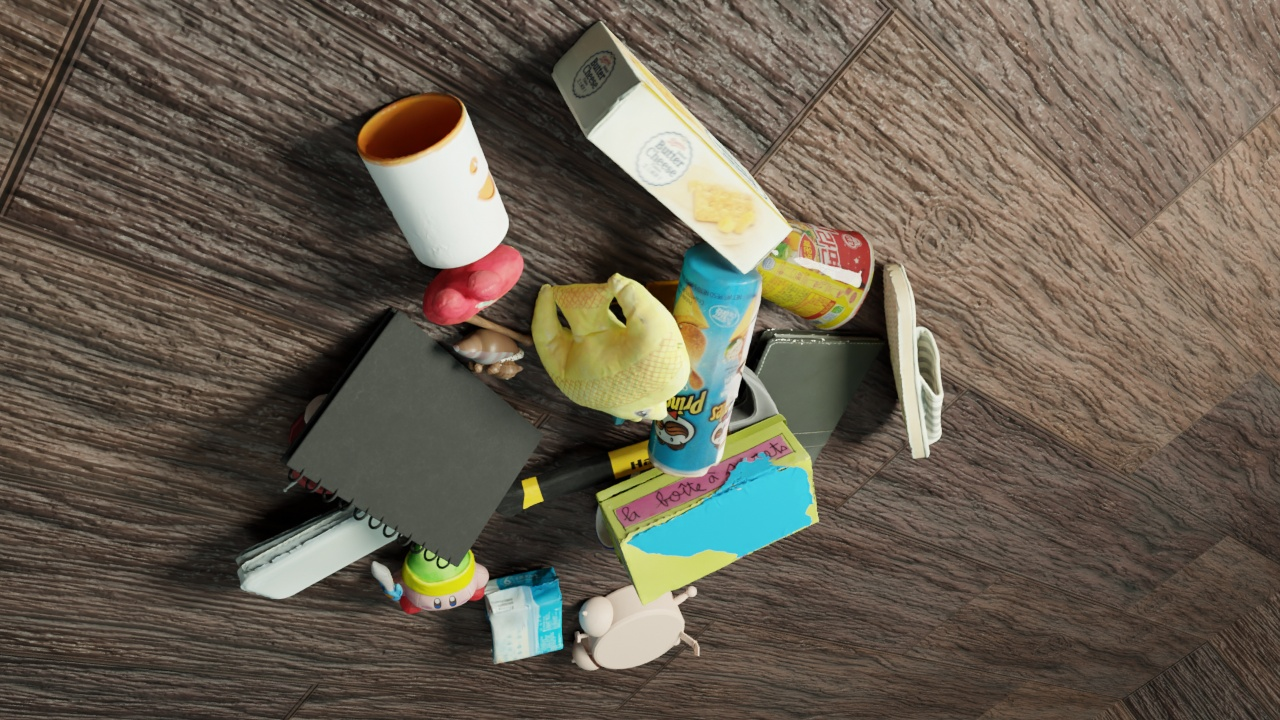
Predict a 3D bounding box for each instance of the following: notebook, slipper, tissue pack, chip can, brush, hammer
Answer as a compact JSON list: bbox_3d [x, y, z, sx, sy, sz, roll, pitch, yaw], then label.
[{"bbox_3d":[-0.203,0.084,0.859,0.169,0.019,0.231,-58,137,-15],"label":"notebook"},{"bbox_3d":[0.305,0.006,1.017,0.054,0.114,0.273,-8,135,16],"label":"slipper"},{"bbox_3d":[-0.145,0.315,1.133,0.092,0.061,0.145,-10,131,-14],"label":"tissue pack"},{"bbox_3d":[0.059,0.004,0.857,0.079,0.079,0.230,-6,129,-20],"label":"chip can"},{"bbox_3d":[0.023,-0.055,0.891,0.126,0.017,0.048,-6,133,-19],"label":"brush"},{"bbox_3d":[0.170,0.052,1.053,0.169,0.029,0.209,0,127,-27],"label":"notebook"},{"bbox_3d":[-0.003,0.101,0.982,0.324,0.034,0.170,-17,133,-6],"label":"hammer"}]

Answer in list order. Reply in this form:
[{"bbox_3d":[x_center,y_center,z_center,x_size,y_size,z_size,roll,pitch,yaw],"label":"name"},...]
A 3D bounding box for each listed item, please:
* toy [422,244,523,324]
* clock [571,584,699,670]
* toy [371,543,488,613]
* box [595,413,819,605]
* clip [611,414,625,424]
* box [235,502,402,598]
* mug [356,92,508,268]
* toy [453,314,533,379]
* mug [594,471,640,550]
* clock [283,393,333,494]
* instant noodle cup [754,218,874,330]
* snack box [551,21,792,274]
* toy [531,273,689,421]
[{"bbox_3d":[-0.137,-0.062,0.740,0.092,0.135,0.045,-32,105,7],"label":"toy"},{"bbox_3d":[-0.008,0.367,1.235,0.160,0.086,0.131,-1,131,-16],"label":"clock"},{"bbox_3d":[-0.230,0.222,1.009,0.124,0.096,0.132,-3,151,-14],"label":"toy"},{"bbox_3d":[0.075,0.158,0.978,0.221,0.079,0.124,-26,133,-8],"label":"box"},{"bbox_3d":[-0.008,0.005,0.929,0.120,0.033,0.118,-36,138,10],"label":"clip"},{"bbox_3d":[-0.291,0.174,0.918,0.213,0.063,0.118,-23,166,-5],"label":"box"},{"bbox_3d":[-0.153,-0.134,0.691,0.082,0.082,0.105,-22,137,-4],"label":"mug"},{"bbox_3d":[-0.143,-0.015,0.838,0.101,0.041,0.055,23,96,-47],"label":"toy"},{"bbox_3d":[0.005,0.169,1.065,0.076,0.075,0.112,17,96,-35],"label":"mug"},{"bbox_3d":[-0.280,0.076,0.859,0.087,0.044,0.125,17,123,-35],"label":"clock"},{"bbox_3d":[0.145,-0.091,0.865,0.112,0.100,0.101,17,123,-26],"label":"instant noodle cup"},{"bbox_3d":[0.029,-0.163,0.730,0.058,0.104,0.207,-42,134,16],"label":"snack box"},{"bbox_3d":[-0.024,-0.005,0.827,0.064,0.171,0.155,-46,120,-40],"label":"toy"}]
